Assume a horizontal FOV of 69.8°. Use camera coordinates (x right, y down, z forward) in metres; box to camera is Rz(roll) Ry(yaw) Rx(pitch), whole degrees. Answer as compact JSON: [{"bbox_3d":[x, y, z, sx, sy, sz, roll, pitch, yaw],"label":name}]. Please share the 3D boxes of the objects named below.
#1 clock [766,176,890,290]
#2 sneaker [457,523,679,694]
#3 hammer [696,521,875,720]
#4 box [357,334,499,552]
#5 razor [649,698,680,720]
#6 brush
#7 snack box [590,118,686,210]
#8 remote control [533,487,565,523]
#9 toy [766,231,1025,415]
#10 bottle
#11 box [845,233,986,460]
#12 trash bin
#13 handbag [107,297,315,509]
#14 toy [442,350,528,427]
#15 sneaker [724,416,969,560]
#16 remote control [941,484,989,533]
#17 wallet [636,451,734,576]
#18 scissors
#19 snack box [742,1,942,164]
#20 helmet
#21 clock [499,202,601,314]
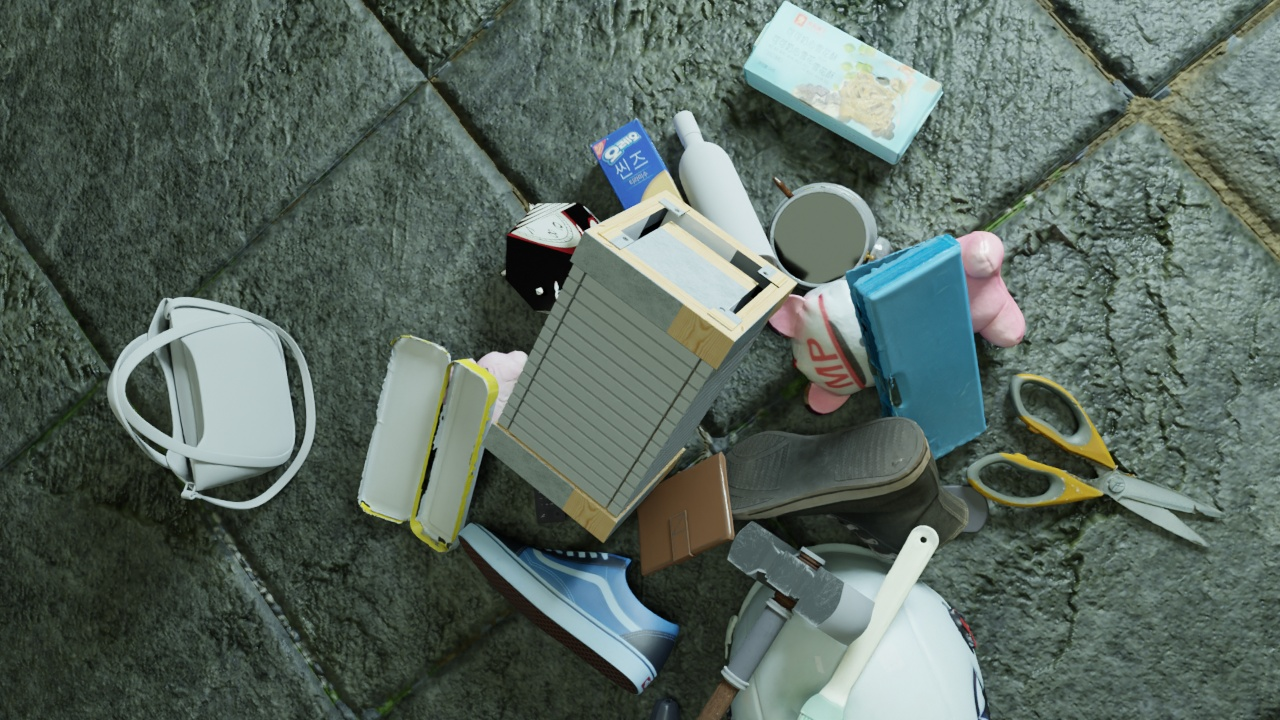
[{"bbox_3d":[0.183,-0.111,0.867,0.148,0.056,0.104,22,103,11],"label":"clock"},{"bbox_3d":[-0.068,0.222,0.918,0.241,0.084,0.098,32,61,17],"label":"sneaker"},{"bbox_3d":[0.057,0.296,0.761,0.043,0.156,0.322,36,85,-32],"label":"hammer"},{"bbox_3d":[-0.217,0.087,0.932,0.130,0.038,0.210,23,112,15],"label":"box"},{"bbox_3d":[0.017,0.406,0.901,0.052,0.047,0.143,9,88,36],"label":"razor"},{"bbox_3d":[0.181,0.227,0.739,0.033,0.012,0.217,29,78,24],"label":"brush"},{"bbox_3d":[0.024,-0.133,0.901,0.056,0.057,0.206,-29,83,9],"label":"snack box"},{"bbox_3d":[-0.097,0.098,0.943,0.032,0.015,0.136,-6,90,12],"label":"remote control"},{"bbox_3d":[0.229,-0.037,0.833,0.213,0.084,0.142,-25,128,13],"label":"toy"},{"bbox_3d":[0.071,-0.161,0.873,0.052,0.052,0.195,-25,62,10],"label":"bottle"},{"bbox_3d":[0.240,-0.003,0.787,0.093,0.232,0.048,-30,41,-2],"label":"box"},{"bbox_3d":[-0.005,0.005,0.809,0.142,0.142,0.248,37,125,10],"label":"trash bin"},{"bbox_3d":[-0.428,0.044,0.908,0.096,0.222,0.215,-12,86,12],"label":"handbag"},{"bbox_3d":[-0.160,0.033,0.940,0.093,0.050,0.102,17,89,17],"label":"toy"},{"bbox_3d":[0.172,0.126,0.844,0.235,0.095,0.120,-17,128,35],"label":"sneaker"},{"bbox_3d":[0.265,0.140,0.870,0.124,0.009,0.046,0,89,12],"label":"remote control"},{"bbox_3d":[0.040,0.147,0.870,0.121,0.013,0.087,-33,49,39],"label":"wallet"},{"bbox_3d":[0.419,0.093,0.835,0.226,0.016,0.162,12,89,8],"label":"scissors"},{"bbox_3d":[0.190,-0.263,0.872,0.175,0.053,0.075,33,95,10],"label":"snack box"},{"bbox_3d":[0.187,0.301,0.806,0.237,0.163,0.264,-16,84,10],"label":"helmet"},{"bbox_3d":[-0.062,-0.094,0.914,0.155,0.065,0.115,24,94,12],"label":"clock"}]
